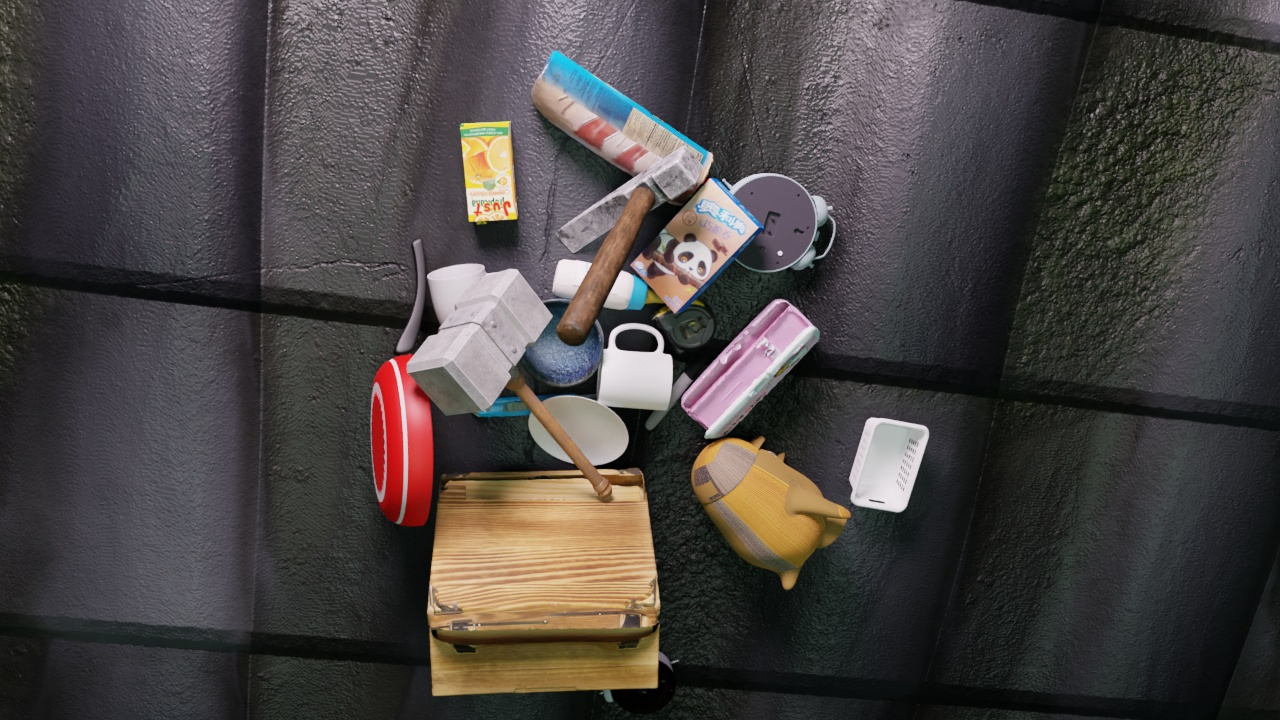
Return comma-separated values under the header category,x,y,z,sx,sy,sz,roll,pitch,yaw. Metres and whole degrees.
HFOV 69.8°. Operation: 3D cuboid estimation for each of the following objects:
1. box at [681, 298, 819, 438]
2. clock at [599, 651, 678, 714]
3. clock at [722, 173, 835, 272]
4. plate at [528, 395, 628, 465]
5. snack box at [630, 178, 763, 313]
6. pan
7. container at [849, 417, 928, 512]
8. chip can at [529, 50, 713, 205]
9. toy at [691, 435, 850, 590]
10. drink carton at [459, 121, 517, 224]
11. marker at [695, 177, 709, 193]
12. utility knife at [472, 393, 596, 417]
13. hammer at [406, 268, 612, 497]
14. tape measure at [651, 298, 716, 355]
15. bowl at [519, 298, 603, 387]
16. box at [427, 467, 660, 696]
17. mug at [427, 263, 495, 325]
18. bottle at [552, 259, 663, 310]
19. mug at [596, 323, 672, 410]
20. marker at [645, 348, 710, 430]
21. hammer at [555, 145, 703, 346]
category,x,y,z,sx,sy,sz,roll,pitch,yaw
box,0.149,0.021,1.198,0.088,0.095,0.202,41,99,-17
clock,-0.008,0.468,1.347,0.122,0.035,0.095,7,105,-6
clock,0.172,-0.173,1.170,0.159,0.045,0.123,14,105,-10
plate,-0.081,0.091,1.216,0.134,0.011,0.135,7,134,7
snack box,0.069,-0.141,1.138,0.087,0.034,0.151,48,111,9
pan,-0.293,0.025,1.129,0.067,0.209,0.356,-2,85,-23
container,0.338,0.139,1.272,0.080,0.049,0.129,10,105,-8
chip can,-0.025,-0.277,1.107,0.229,0.079,0.080,31,101,-12
toy,0.158,0.182,1.232,0.203,0.162,0.199,43,138,-12
drink carton,-0.184,-0.228,1.125,0.058,0.041,0.122,-4,107,-4
marker,0.066,-0.162,1.176,0.023,0.021,0.145,7,108,-38
utility knife,-0.145,0.058,1.226,0.173,0.015,0.031,-5,111,-5
hammer,-0.123,0.062,1.116,0.083,0.162,0.318,-9,129,40
tape measure,0.062,-0.047,1.199,0.072,0.042,0.071,-33,103,2
bowl,-0.098,-0.028,1.177,0.114,0.060,0.114,2,106,8
box,-0.121,0.277,1.164,0.279,0.257,0.216,1,108,-6
mug,-0.206,-0.072,1.155,0.107,0.071,0.089,-10,110,-8
bottle,-0.037,-0.092,1.172,0.146,0.051,0.051,11,105,-8
mug,-0.007,0.007,1.195,0.090,0.074,0.110,5,93,-6
marker,0.049,0.037,1.237,0.022,0.016,0.139,42,101,17
hammer,-0.055,-0.105,1.014,0.218,0.299,0.037,-26,117,36
